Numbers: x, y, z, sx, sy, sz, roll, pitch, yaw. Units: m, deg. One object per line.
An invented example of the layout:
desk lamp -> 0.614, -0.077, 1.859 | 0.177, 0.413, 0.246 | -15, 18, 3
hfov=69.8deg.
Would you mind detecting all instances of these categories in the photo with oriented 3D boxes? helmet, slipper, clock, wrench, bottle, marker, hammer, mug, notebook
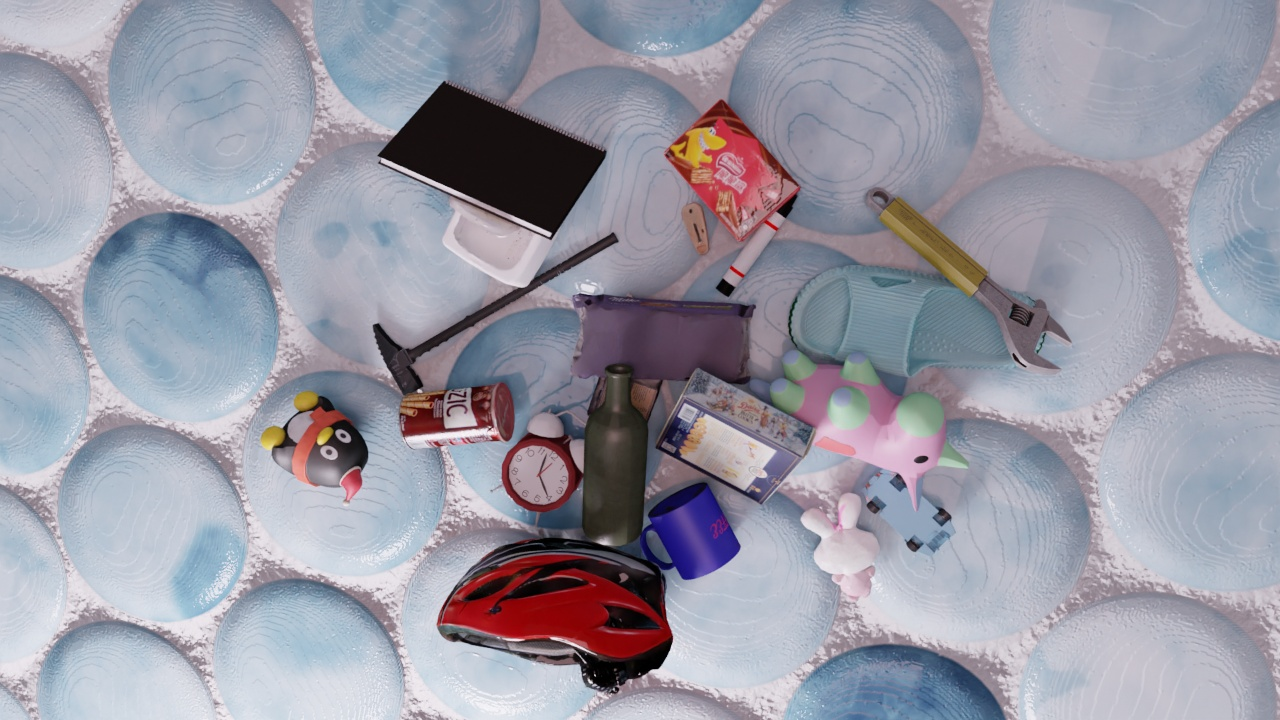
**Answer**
helmet -> -0.097, 0.289, 1.051 | 0.272, 0.218, 0.166 | 2, 65, 8
slipper -> 0.301, -0.041, 0.998 | 0.276, 0.069, 0.116 | 6, 97, 7
clock -> -0.111, 0.123, 1.099 | 0.096, 0.048, 0.138 | 38, 104, 1
wrench -> 0.342, -0.090, 0.973 | 0.273, 0.018, 0.083 | 44, 64, 13
bottle -> -0.028, 0.105, 1.032 | 0.071, 0.071, 0.207 | 6, 112, 8
marker -> 0.134, -0.135, 1.031 | 0.019, 0.019, 0.146 | 36, 103, 2
hammer -> -0.172, -0.073, 1.094 | 0.325, 0.015, 0.095 | -28, 93, 12
mug -> 0.050, 0.204, 1.075 | 0.111, 0.079, 0.083 | -27, 94, 24
notebook -> -0.159, -0.226, 1.013 | 0.207, 0.148, 0.016 | 24, 145, 4

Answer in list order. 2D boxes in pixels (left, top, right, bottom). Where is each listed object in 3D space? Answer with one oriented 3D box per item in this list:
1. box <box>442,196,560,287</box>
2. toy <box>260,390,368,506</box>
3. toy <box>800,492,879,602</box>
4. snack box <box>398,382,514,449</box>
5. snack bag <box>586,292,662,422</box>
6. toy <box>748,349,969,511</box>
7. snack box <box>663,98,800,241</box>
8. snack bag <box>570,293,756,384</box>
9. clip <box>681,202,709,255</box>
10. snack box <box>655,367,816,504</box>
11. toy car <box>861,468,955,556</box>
box -> -0.163, -0.147, 1.015 | 0.110, 0.130, 0.103 | 32, 98, 5
toy -> -0.379, 0.109, 1.112 | 0.119, 0.097, 0.100 | 24, 147, 15
toy -> 0.237, 0.218, 1.065 | 0.076, 0.037, 0.125 | -21, 98, 8
snack box -> -0.218, 0.067, 1.095 | 0.121, 0.072, 0.072 | -6, 98, 11
snack bag -> -0.006, 0.007, 1.078 | 0.074, 0.018, 0.155 | 21, 102, 5
toy -> 0.235, 0.065, 1.007 | 0.223, 0.119, 0.171 | 5, 146, 37
snack box -> 0.100, -0.209, 1.014 | 0.089, 0.021, 0.133 | -42, 82, 13
snack bag -> 0.023, -0.022, 1.031 | 0.205, 0.058, 0.096 | 3, 100, 5
clip -> 0.063, -0.149, 1.036 | 0.025, 0.047, 0.062 | -12, 125, 11
snack box -> 0.100, 0.087, 1.018 | 0.145, 0.145, 0.042 | 27, 59, 3
toy car -> 0.306, 0.171, 1.052 | 0.108, 0.027, 0.060 | 43, 103, 10
